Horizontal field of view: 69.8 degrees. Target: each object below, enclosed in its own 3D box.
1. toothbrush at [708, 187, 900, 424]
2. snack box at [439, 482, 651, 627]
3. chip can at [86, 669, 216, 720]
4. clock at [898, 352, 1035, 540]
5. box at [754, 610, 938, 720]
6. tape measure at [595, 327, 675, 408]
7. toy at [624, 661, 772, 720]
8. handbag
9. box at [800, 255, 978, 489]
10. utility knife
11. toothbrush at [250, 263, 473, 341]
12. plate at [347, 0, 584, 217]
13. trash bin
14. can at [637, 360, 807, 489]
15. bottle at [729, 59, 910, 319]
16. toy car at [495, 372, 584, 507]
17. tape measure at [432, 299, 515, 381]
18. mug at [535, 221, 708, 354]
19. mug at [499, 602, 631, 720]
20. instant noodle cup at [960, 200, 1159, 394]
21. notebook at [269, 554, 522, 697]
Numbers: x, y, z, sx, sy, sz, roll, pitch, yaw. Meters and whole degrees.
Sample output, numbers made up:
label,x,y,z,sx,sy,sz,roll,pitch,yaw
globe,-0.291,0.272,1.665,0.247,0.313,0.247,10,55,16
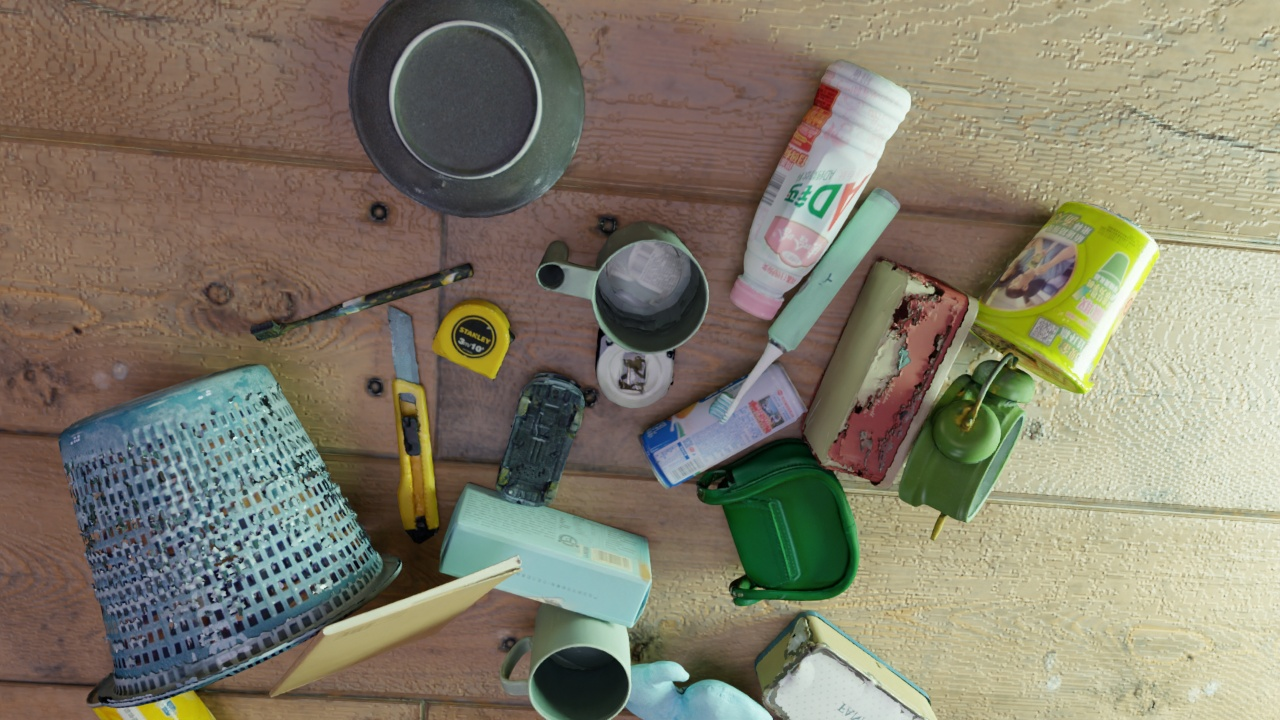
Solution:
label,x,y,z,sx,sy,sz,roll,pitch,yaw
toothbrush,0.129,-0.040,0.725,0.027,0.026,0.224,37,91,-1
snack box,-0.078,0.164,0.779,0.175,0.074,0.052,19,105,-8
chip can,-0.404,0.364,0.829,0.072,0.072,0.213,-26,107,6
clock,0.261,0.061,0.727,0.056,0.115,0.161,28,139,27
box,0.197,0.317,0.849,0.184,0.061,0.090,39,103,-15
tape measure,-0.004,0.004,0.753,0.066,0.033,0.066,2,107,-2
toy,0.056,0.321,0.838,0.156,0.049,0.161,3,135,19
handbag,0.120,0.142,0.784,0.120,0.068,0.131,-19,107,4
box,0.186,0.007,0.732,0.077,0.091,0.168,18,106,-11
utility knife,-0.194,0.058,0.770,0.033,0.015,0.215,-3,108,-4
toothbrush,-0.223,-0.047,0.735,0.186,0.017,0.012,-17,71,3
plate,-0.130,-0.195,0.688,0.179,0.024,0.179,-1,108,-3
trash bin,-0.322,0.115,0.696,0.226,0.226,0.195,-19,95,3
can,0.068,0.053,0.760,0.135,0.053,0.053,-29,107,7
bottle,0.130,-0.124,0.702,0.068,0.068,0.197,23,108,-9
toy car,-0.084,0.068,0.768,0.054,0.036,0.121,15,113,-8
tape measure,-0.133,-0.021,0.741,0.060,0.029,0.057,24,106,-10
mug,-0.015,-0.064,0.694,0.124,0.103,0.084,13,107,-6
mug,-0.065,0.252,0.790,0.112,0.106,0.082,-15,109,2
instant noodle cup,0.332,-0.054,0.715,0.111,0.111,0.123,32,96,-12
notebook,-0.195,0.210,0.712,0.149,0.212,0.012,-13,70,-37
